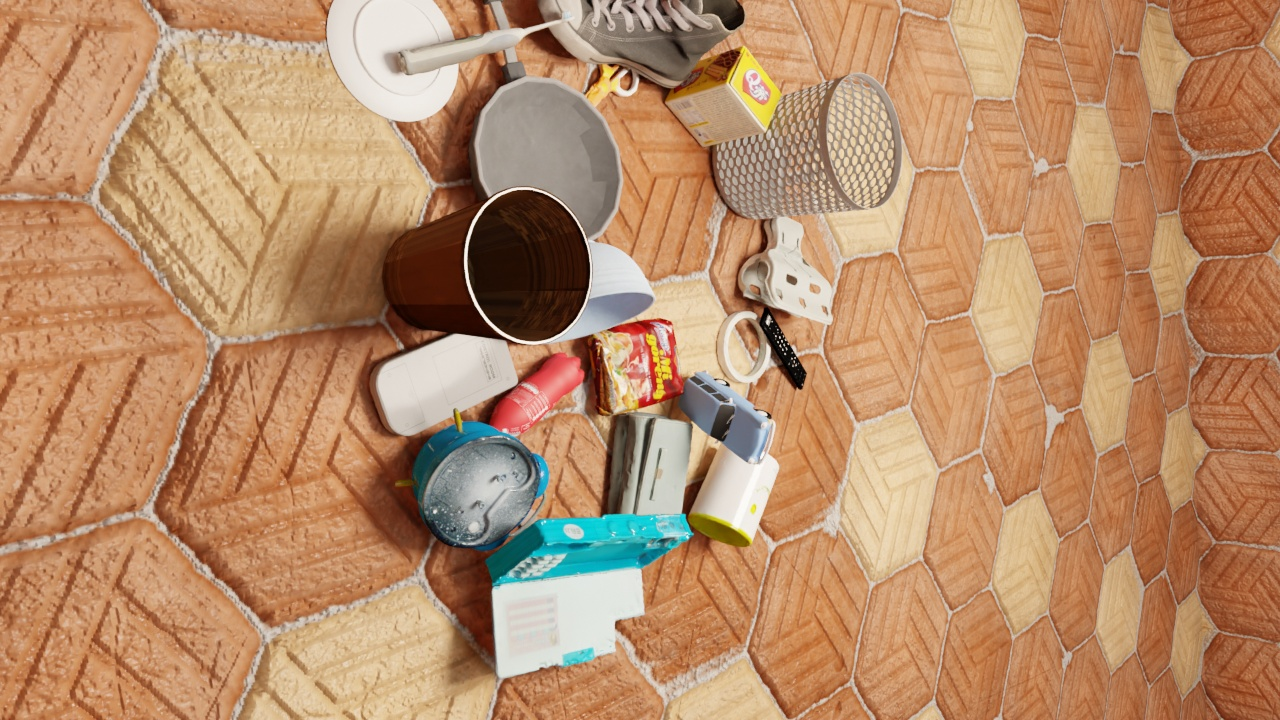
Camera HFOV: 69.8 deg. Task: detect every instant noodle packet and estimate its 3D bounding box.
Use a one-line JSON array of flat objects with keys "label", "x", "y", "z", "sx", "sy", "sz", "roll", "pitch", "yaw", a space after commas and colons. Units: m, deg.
[{"label": "instant noodle packet", "x": -0.006, "y": 0.006, "z": 1.045, "sx": 0.135, "sy": 0.040, "sz": 0.098, "roll": -14, "pitch": 96, "yaw": -43}]

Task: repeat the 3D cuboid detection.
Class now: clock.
[{"label": "clock", "x": -0.150, "y": 0.124, "z": 0.880, "sx": 0.116, "sy": 0.060, "sz": 0.161, "roll": -50, "pitch": 131, "yaw": -7}]

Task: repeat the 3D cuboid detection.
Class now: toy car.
[{"label": "toy car", "x": 0.096, "y": 0.064, "z": 1.062, "sx": 0.054, "sy": 0.153, "sz": 0.056, "roll": 5, "pitch": 111, "yaw": -33}]

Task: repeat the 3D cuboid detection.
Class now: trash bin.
[{"label": "trash bin", "x": 0.201, "y": -0.255, "z": 1.134, "sx": 0.156, "sy": 0.184, "sz": 0.156, "roll": 0, "pitch": 90, "yaw": -43}]

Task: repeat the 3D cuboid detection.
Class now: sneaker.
[{"label": "sneaker", "x": 0.001, "y": -0.373, "z": 0.980, "sx": 0.234, "sy": 0.120, "sz": 0.095, "roll": 10, "pitch": 63, "yaw": -41}]

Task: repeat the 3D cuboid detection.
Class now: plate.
[{"label": "plate", "x": -0.226, "y": -0.293, "z": 0.857, "sx": 0.134, "sy": 0.011, "sz": 0.134, "roll": 0, "pitch": 90, "yaw": -43}]

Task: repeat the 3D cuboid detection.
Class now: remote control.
[{"label": "remote control", "x": -0.189, "y": 0.016, "z": 0.888, "sx": 0.150, "sy": 0.019, "sz": 0.074, "roll": -28, "pitch": 109, "yaw": -40}, {"label": "remote control", "x": 0.193, "y": -0.014, "z": 1.234, "sx": 0.140, "sy": 0.009, "sz": 0.030, "roll": 53, "pitch": 46, "yaw": -38}]

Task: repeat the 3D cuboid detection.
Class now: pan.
[{"label": "pan", "x": -0.126, "y": -0.283, "z": 0.932, "sx": 0.178, "sy": 0.041, "sz": 0.357, "roll": -23, "pitch": 100, "yaw": -37}]

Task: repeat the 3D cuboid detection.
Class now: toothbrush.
[{"label": "toothbrush", "x": -0.142, "y": -0.306, "z": 0.879, "sx": 0.185, "sy": 0.022, "sz": 0.024, "roll": -25, "pitch": 109, "yaw": -24}]

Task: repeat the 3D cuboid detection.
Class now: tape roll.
[{"label": "tape roll", "x": 0.135, "y": -0.017, "z": 1.190, "sx": 0.092, "sy": 0.013, "sz": 0.093, "roll": 0, "pitch": 90, "yaw": -43}]

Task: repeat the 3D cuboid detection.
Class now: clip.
[{"label": "clip", "x": 0.184, "y": -0.113, "z": 1.217, "sx": 0.126, "sy": 0.105, "sz": 0.151, "roll": 16, "pitch": 48, "yaw": -43}]

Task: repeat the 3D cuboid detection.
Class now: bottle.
[{"label": "bottle", "x": -0.114, "y": 0.043, "z": 0.942, "sx": 0.141, "sy": 0.042, "sz": 0.042, "roll": -43, "pitch": 118, "yaw": -34}]

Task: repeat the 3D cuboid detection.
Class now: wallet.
[{"label": "wallet", "x": 0.012, "y": 0.128, "z": 1.057, "sx": 0.100, "sy": 0.054, "sz": 0.131, "roll": 9, "pitch": 89, "yaw": -42}]

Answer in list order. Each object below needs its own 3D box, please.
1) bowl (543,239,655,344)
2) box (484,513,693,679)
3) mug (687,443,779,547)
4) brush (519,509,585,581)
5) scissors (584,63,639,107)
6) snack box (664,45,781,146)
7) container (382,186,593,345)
[{"label": "bowl", "x": -0.066, "y": -0.075, "z": 0.927, "sx": 0.150, "sy": 0.151, "sz": 0.074, "roll": -7, "pitch": 75, "yaw": -42}, {"label": "box", "x": -0.059, "y": 0.228, "z": 0.960, "sx": 0.226, "sy": 0.084, "sz": 0.172, "roll": 8, "pitch": 108, "yaw": -49}, {"label": "mug", "x": 0.115, "y": 0.164, "z": 1.127, "sx": 0.082, "sy": 0.083, "sz": 0.106, "roll": 43, "pitch": 62, "yaw": -34}, {"label": "brush", "x": -0.092, "y": 0.213, "z": 0.981, "sx": 0.049, "sy": 0.015, "sz": 0.136, "roll": -43, "pitch": 118, "yaw": -35}, {"label": "scissors", "x": -0.042, "y": -0.302, "z": 1.028, "sx": 0.065, "sy": 0.013, "sz": 0.128, "roll": 49, "pitch": 59, "yaw": -30}, {"label": "snack box", "x": 0.099, "y": -0.312, "z": 1.092, "sx": 0.083, "sy": 0.106, "sz": 0.061, "roll": 40, "pitch": 64, "yaw": -35}, {"label": "container", "x": -0.147, "y": -0.079, "z": 0.825, "sx": 0.132, "sy": 0.168, "sz": 0.132, "roll": 0, "pitch": 90, "yaw": -43}]
